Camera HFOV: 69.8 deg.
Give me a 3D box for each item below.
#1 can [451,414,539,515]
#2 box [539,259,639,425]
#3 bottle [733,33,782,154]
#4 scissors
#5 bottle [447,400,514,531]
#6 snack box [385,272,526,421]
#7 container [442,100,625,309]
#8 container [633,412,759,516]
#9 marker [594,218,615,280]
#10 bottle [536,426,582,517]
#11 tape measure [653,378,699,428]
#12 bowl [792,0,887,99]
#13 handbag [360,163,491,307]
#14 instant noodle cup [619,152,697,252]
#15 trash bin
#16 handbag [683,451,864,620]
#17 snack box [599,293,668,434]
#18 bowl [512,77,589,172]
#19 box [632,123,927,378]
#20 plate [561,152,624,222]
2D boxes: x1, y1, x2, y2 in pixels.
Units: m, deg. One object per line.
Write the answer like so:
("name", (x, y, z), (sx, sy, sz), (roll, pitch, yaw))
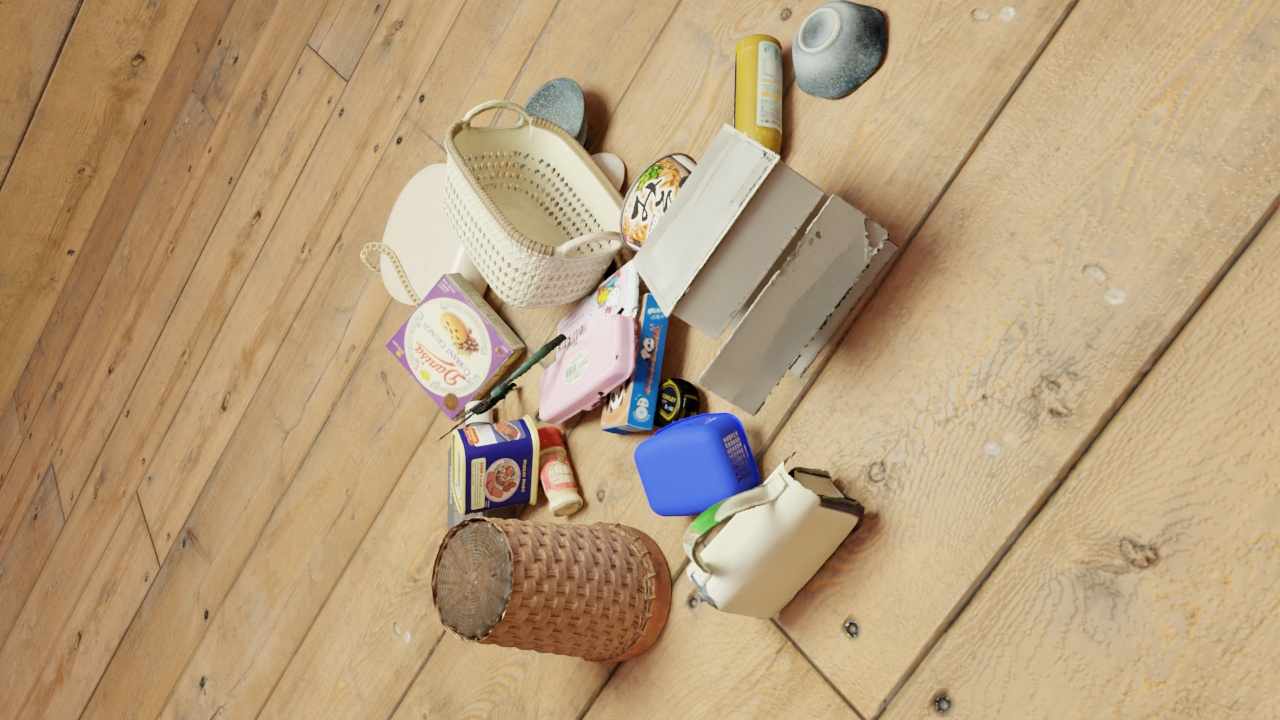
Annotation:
("can", (-0.175, 0.127, 1.100), (0.056, 0.092, 0.116), (-126, 35, -49))
("box", (-0.062, -0.019, 1.078), (0.202, 0.038, 0.152), (-35, 50, 52))
("bottle", (0.130, -0.267, 1.018), (0.053, 0.053, 0.186), (-10, 71, 40))
("scissors", (-0.161, 0.028, 1.118), (0.203, 0.201, 0.015), (-39, 92, 17))
("bottle", (-0.210, 0.139, 1.198), (0.084, 0.046, 0.173), (-21, 64, 36))
("snack box", (-0.252, -0.019, 1.246), (0.143, 0.040, 0.148), (47, 112, 7))
("container", (-0.132, -0.181, 1.107), (0.246, 0.184, 0.143), (54, 139, 26))
("container", (0.053, 0.110, 0.940), (0.114, 0.058, 0.096), (-18, 91, 34))
("marker", (-0.052, -0.150, 1.170), (0.022, 0.016, 0.138), (-47, 48, 40))
("bottle", (-0.103, 0.134, 1.108), (0.044, 0.044, 0.109), (-39, 55, 26))
("tape measure", (0.040, 0.051, 1.010), (0.062, 0.034, 0.061), (28, 103, 57))
("bowl", (0.202, -0.338, 0.975), (0.111, 0.055, 0.110), (-14, 69, 38))
("handbag", (-0.294, -0.177, 1.335), (0.209, 0.103, 0.210), (24, 95, 40))
("instant noodle cup", (0.063, -0.145, 1.004), (0.122, 0.123, 0.124), (39, 103, 33))
("trash bin", (-0.090, 0.236, 0.949), (0.152, 0.210, 0.151), (-14, 69, 38))
("handbag", (0.099, 0.152, 0.829), (0.151, 0.175, 0.074), (-54, 47, 16))
("snack box", (-0.006, 0.006, 1.043), (0.087, 0.034, 0.151), (162, 119, -66))
("bowl", (-0.107, -0.306, 1.238), (0.137, 0.057, 0.137), (-15, 67, 38))
("box", (0.173, -0.081, 0.949), (0.168, 0.421, 0.173), (-54, 47, 14))
("plate", (-0.069, -0.229, 1.190), (0.104, 0.026, 0.104), (-22, 54, 32))
